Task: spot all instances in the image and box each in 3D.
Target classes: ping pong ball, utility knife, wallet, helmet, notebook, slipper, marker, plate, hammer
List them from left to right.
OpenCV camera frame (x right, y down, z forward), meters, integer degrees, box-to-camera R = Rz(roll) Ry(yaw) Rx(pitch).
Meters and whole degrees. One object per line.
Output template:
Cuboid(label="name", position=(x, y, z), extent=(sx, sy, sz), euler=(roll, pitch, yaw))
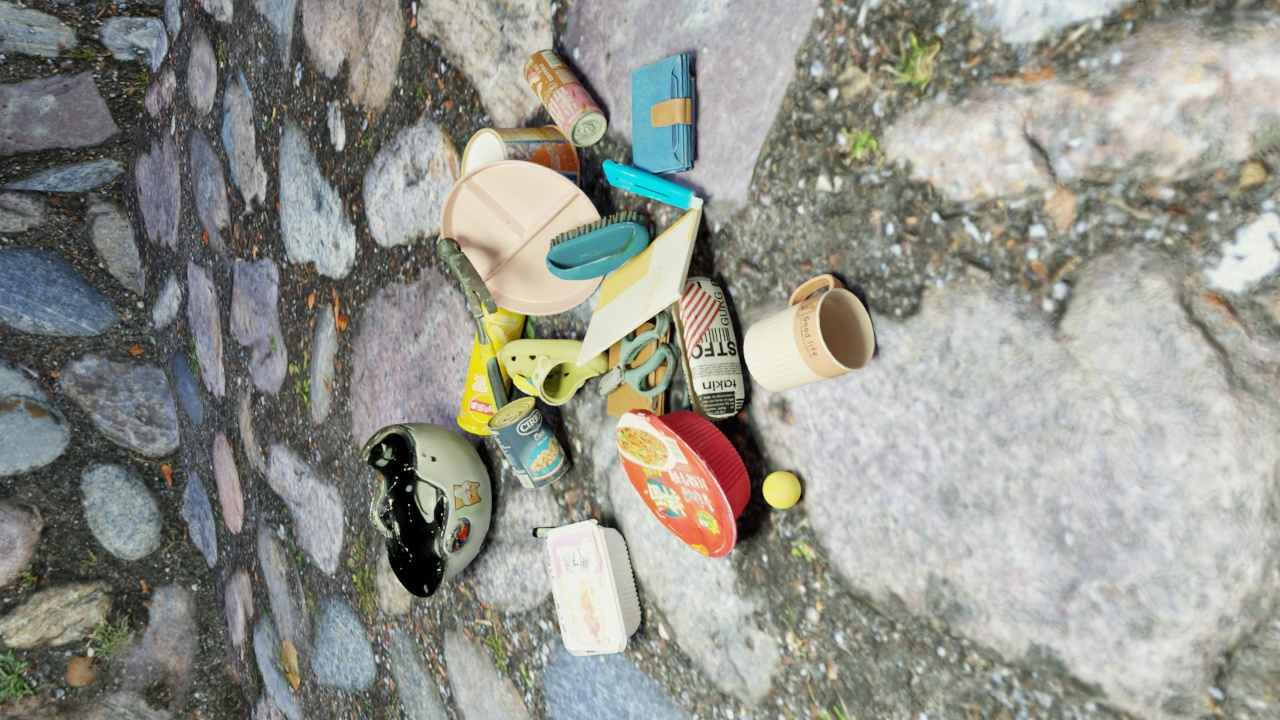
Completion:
Cuboid(label="helmet", position=(-0.322, 0.220, 1.464), extent=(0.231, 0.156, 0.274), euler=(0, 104, 48))
Cuboid(label="hammer", position=(-0.214, -0.009, 1.276), extent=(0.126, 0.031, 0.324), euler=(49, 155, 43))
Cuboid(label="plate", position=(-0.152, -0.162, 1.218), extent=(0.230, 0.229, 0.028), euler=(-57, 9, 36))
Cuboid(label="slipper", position=(-0.123, 0.016, 1.250), extent=(0.191, 0.091, 0.081), euler=(-5, 64, 45))
Cuboid(label="marker", position=(-0.125, 0.253, 1.345), extent=(0.124, 0.015, 0.018), euler=(-14, 82, 52))
Cuboid(label="wallet", position=(-0.004, 0.013, 1.167), extent=(0.108, 0.031, 0.132), euler=(12, 103, 52))
Cuboid(label="notebook", position=(-0.003, -0.087, 1.111), extent=(0.207, 0.010, 0.145), euler=(-33, 33, 46))
Cuboid(label="utility knife", position=(0.016, -0.208, 1.102), extent=(0.160, 0.018, 0.034), euler=(27, 142, 37))
Cuboid(label="wallet", position=(0.025, -0.290, 1.100), extent=(0.106, 0.040, 0.133), euler=(6, 99, 53))
Cuboid(label="ping pong ball", position=(0.152, 0.140, 0.990), extent=(0.040, 0.040, 0.040), euler=(6, 99, 49))

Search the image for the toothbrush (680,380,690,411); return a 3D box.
Cuboid(label="toothbrush", position=(0.057, 0.067, 1.114), extent=(0.018, 0.016, 0.192), euler=(13, 104, 37))

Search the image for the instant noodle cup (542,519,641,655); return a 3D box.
Cuboid(label="instant noodle cup", position=(-0.060, 0.303, 1.239), extent=(0.138, 0.060, 0.173), euler=(-24, 74, 48))

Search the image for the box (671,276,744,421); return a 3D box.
Cuboid(label="box", position=(0.072, -0.010, 1.053), extent=(0.088, 0.076, 0.163), euler=(-33, 68, 61))

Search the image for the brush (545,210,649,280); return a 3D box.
Cuboid(label="brush", position=(-0.055, -0.136, 1.151), extent=(0.144, 0.055, 0.073), euler=(-16, 45, 22))

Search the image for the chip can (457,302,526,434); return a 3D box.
Cuboid(label="chip can", position=(-0.225, 0.005, 1.392), extent=(0.072, 0.072, 0.214), euler=(35, 119, 42))

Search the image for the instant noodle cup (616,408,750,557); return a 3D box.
Cuboid(label="instant noodle cup", position=(0.057, 0.127, 1.043), extent=(0.194, 0.065, 0.194), euler=(40, 150, 29))

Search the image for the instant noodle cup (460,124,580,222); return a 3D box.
Cuboid(label="instant noodle cup", position=(-0.171, -0.255, 1.273), extent=(0.152, 0.111, 0.151), euler=(6, 98, 49))

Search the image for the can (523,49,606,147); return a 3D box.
Cuboid(label="can", position=(-0.102, -0.351, 1.223), extent=(0.147, 0.057, 0.058), euler=(57, 132, 29))

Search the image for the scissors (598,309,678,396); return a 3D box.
Cuboid(label="scissors", position=(-0.013, -0.016, 1.137), extent=(0.186, 0.019, 0.129), euler=(-9, 82, 53))

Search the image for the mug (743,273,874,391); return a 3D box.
Cuboid(label="mug", position=(0.170, -0.031, 0.931), extent=(0.106, 0.081, 0.114), euler=(-23, 50, 49))

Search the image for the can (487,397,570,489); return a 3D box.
Cuboid(label="can", position=(-0.156, 0.118, 1.289), extent=(0.075, 0.075, 0.111), euler=(-3, 121, 49))
